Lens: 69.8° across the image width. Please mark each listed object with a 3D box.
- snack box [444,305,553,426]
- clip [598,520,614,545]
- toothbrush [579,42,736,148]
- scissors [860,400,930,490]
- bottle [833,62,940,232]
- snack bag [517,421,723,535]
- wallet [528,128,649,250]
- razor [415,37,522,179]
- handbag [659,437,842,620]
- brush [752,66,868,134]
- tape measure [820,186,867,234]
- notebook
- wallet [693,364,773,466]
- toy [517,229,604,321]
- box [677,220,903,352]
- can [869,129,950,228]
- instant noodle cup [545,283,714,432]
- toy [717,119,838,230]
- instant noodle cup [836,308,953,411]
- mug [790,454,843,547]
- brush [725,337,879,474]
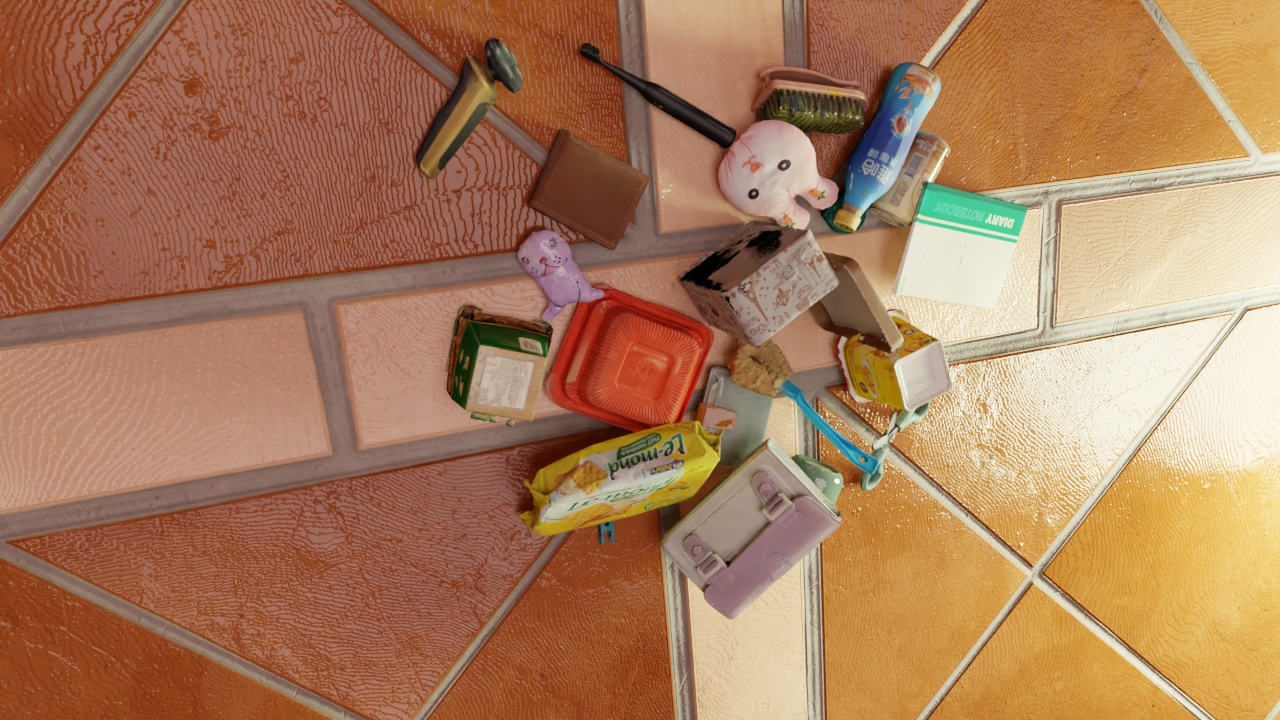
[{"bbox_3d":[-0.159,0.010,1.061,0.118,0.105,0.117,10,102,-18],"label":"snack box"},{"bbox_3d":[-0.045,0.216,1.207,0.045,0.014,0.057,-8,108,-14],"label":"clip"},{"bbox_3d":[0.022,-0.313,1.084,0.212,0.026,0.027,26,60,-21],"label":"toothbrush"},{"bbox_3d":[0.356,0.101,1.272,0.180,0.019,0.170,-41,149,-24],"label":"scissors"},{"bbox_3d":[0.303,-0.265,1.155,0.065,0.065,0.218,28,88,-23],"label":"bottle"},{"bbox_3d":[-0.027,0.145,1.128,0.246,0.158,0.068,-13,67,-16],"label":"snack bag"},{"bbox_3d":[-0.061,-0.201,1.084,0.124,0.032,0.101,25,92,-23],"label":"wallet"},{"bbox_3d":[-0.190,-0.273,1.010,0.067,0.062,0.167,37,96,7],"label":"razor"},{"bbox_3d":[0.142,0.219,1.183,0.145,0.098,0.197,45,101,2],"label":"handbag"},{"bbox_3d":[0.215,-0.321,1.128,0.145,0.063,0.073,-1,74,-19],"label":"brush"},{"bbox_3d":[0.268,-0.193,1.196,0.058,0.025,0.054,-43,112,-3],"label":"tape measure"},{"bbox_3d":[0.432,-0.151,1.236,0.208,0.012,0.150,4,107,-33],"label":"notebook"},{"bbox_3d":[0.122,0.076,1.212,0.106,0.037,0.130,9,101,-21],"label":"wallet"},{"bbox_3d":[-0.104,-0.105,1.090,0.084,0.038,0.108,-25,114,13],"label":"toy"},{"bbox_3d":[0.173,-0.063,1.116,0.157,0.181,0.198,-39,112,-7],"label":"box"},{"bbox_3d":[0.350,-0.236,1.193,0.058,0.058,0.116,25,95,-22],"label":"can"},{"bbox_3d":[-0.007,0.007,1.130,0.188,0.079,0.164,19,93,-17],"label":"instant noodle cup"},{"bbox_3d":[0.173,-0.223,1.133,0.159,0.054,0.121,32,119,-28],"label":"toy"},{"bbox_3d":[0.340,0.006,1.218,0.116,0.123,0.116,-25,111,-11],"label":"instant noodle cup"},{"bbox_3d":[0.209,0.184,1.251,0.112,0.082,0.106,21,98,2],"label":"mug"},{"bbox_3d":[0.210,0.058,1.187,0.254,0.046,0.083,42,54,-5],"label":"brush"}]
